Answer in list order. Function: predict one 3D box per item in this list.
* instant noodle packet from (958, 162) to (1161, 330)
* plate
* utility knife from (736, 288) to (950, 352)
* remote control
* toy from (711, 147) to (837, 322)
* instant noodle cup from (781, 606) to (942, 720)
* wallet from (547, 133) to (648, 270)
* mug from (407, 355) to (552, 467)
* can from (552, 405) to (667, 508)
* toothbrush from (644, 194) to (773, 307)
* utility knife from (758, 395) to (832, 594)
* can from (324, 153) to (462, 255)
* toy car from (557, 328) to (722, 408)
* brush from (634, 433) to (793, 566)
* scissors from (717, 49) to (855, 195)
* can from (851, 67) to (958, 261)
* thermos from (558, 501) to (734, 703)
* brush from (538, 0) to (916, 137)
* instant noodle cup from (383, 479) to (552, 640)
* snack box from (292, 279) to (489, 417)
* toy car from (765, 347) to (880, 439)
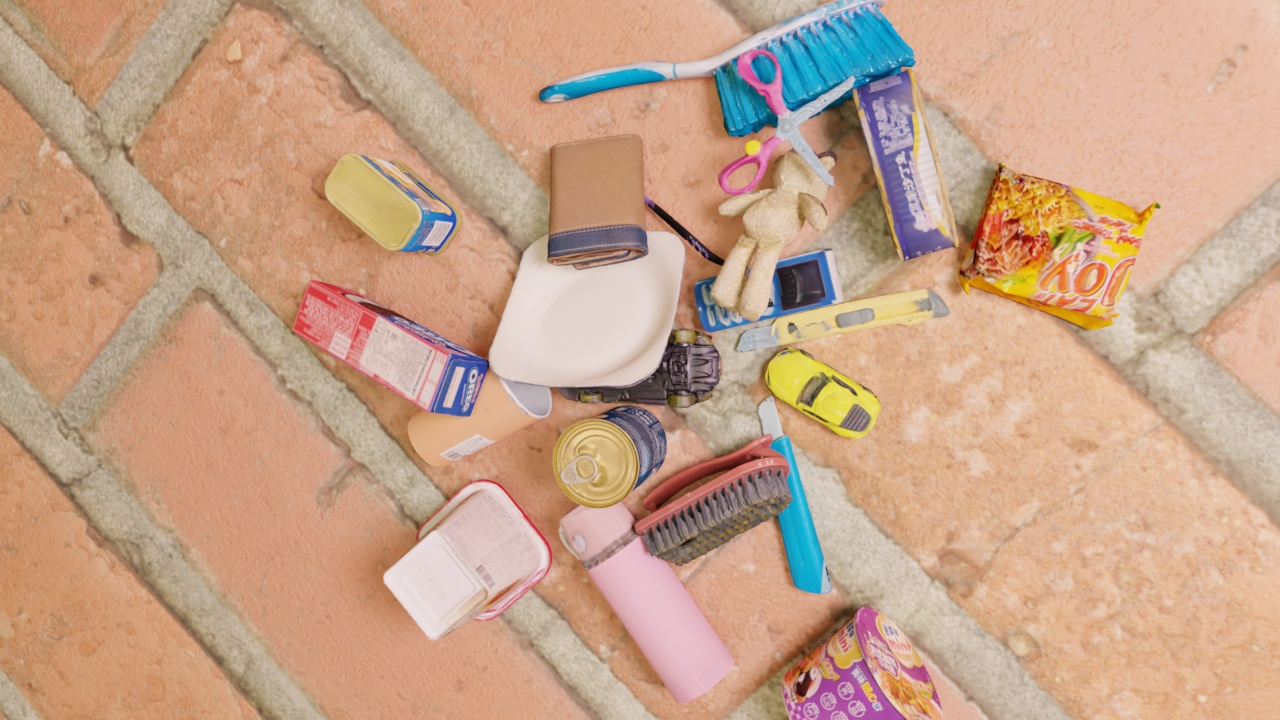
[{"bbox_3d":[0.334,-0.090,0.739,0.128,0.044,0.111,19,104,11],"label":"instant noodle packet"},{"bbox_3d":[-0.042,-0.041,0.809,0.164,0.034,0.164,3,60,22],"label":"plate"},{"bbox_3d":[0.173,-0.033,0.801,0.184,0.019,0.031,-12,87,19],"label":"utility knife"},{"bbox_3d":[0.111,-0.061,0.805,0.125,0.024,0.049,-12,93,16],"label":"remote control"},{"bbox_3d":[0.111,-0.106,0.764,0.105,0.066,0.157,16,74,46],"label":"toy"},{"bbox_3d":[0.183,0.283,0.786,0.099,0.111,0.111,-39,86,22],"label":"instant noodle cup"},{"bbox_3d":[-0.039,-0.141,0.812,0.090,0.033,0.115,-6,73,13],"label":"wallet"},{"bbox_3d":[-0.153,0.048,0.858,0.123,0.078,0.078,-32,88,20],"label":"mug"},{"bbox_3d":[-0.023,0.081,0.809,0.075,0.111,0.075,1,94,15],"label":"can"},{"bbox_3d":[0.043,-0.105,0.806,0.016,0.014,0.189,-41,71,-18],"label":"toothbrush"},{"bbox_3d":[0.134,0.121,0.821,0.034,0.018,0.182,-14,91,32],"label":"utility knife"},{"bbox_3d":[-0.228,-0.144,0.848,0.102,0.083,0.057,39,103,7],"label":"can"},{"bbox_3d":[-0.005,0.005,0.830,0.158,0.042,0.070,2,95,17],"label":"toy car"},{"bbox_3d":[0.067,0.121,0.813,0.146,0.063,0.069,-33,53,21],"label":"brush"},{"bbox_3d":[0.112,-0.189,0.736,0.133,0.017,0.134,-33,80,19],"label":"scissors"},{"bbox_3d":[0.214,-0.155,0.741,0.049,0.074,0.148,-16,102,16],"label":"can"},{"bbox_3d":[-0.003,0.216,0.845,0.198,0.067,0.087,53,134,3],"label":"thermos"},{"bbox_3d":[0.064,-0.239,0.787,0.315,0.060,0.109,-18,86,17],"label":"brush"},{"bbox_3d":[-0.162,0.187,0.846,0.116,0.124,0.116,-41,85,14],"label":"instant noodle cup"},{"bbox_3d":[-0.231,-0.012,0.840,0.208,0.057,0.058,25,95,32],"label":"snack box"},{"bbox_3d":[0.157,0.029,0.799,0.105,0.032,0.048,32,102,10],"label":"toy car"}]
